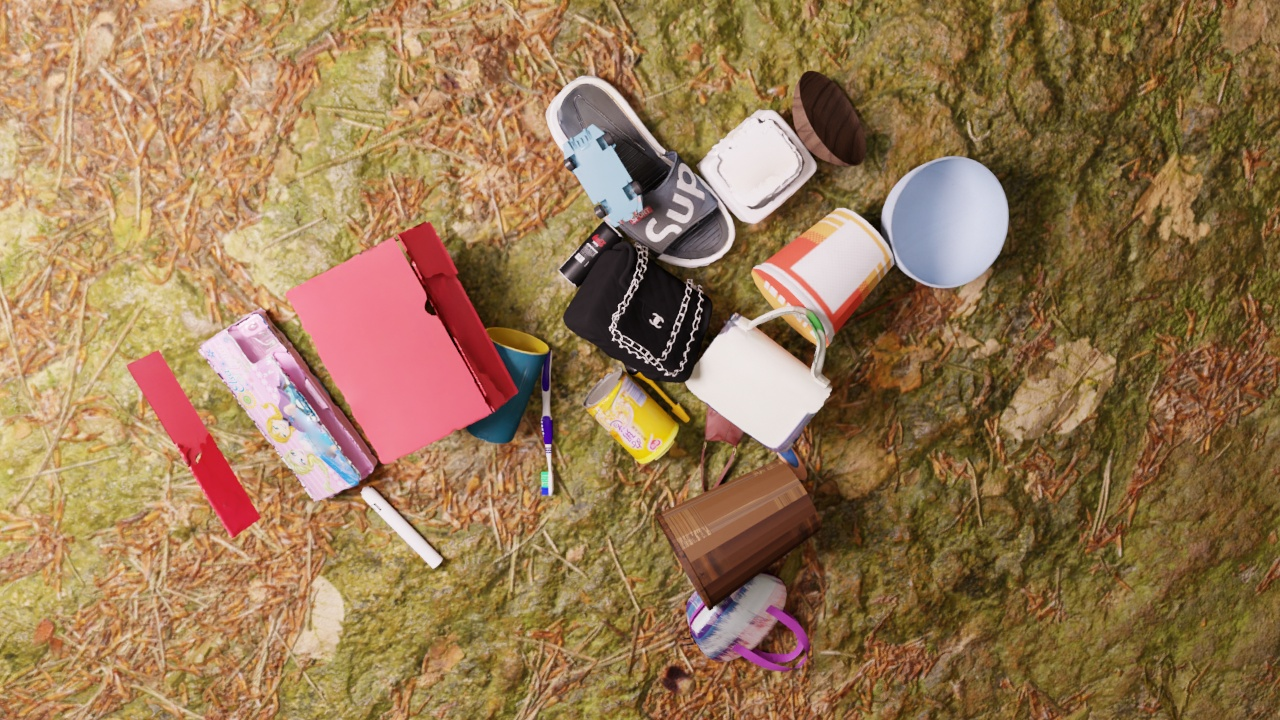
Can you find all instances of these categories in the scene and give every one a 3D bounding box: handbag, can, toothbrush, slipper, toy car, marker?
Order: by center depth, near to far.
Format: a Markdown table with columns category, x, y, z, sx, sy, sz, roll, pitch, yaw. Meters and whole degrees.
| category | x | y | z | sx | sy | sz | roll | pitch | yaw |
| --- | --- | --- | --- | --- | --- | --- | --- | --- | --- |
| toy car | -0.038 | -0.201 | 1.002 | 0.060 | 0.027 | 0.108 | -31 | 95 | 12 |
| handbag | 0.013 | -0.056 | 1.034 | 0.153 | 0.115 | 0.125 | 31 | 77 | -24 |
| slipper | 0.002 | -0.205 | 1.040 | 0.111 | 0.063 | 0.264 | -41 | 102 | 4 |
| handbag | 0.155 | 0.001 | 1.056 | 0.151 | 0.073 | 0.176 | 36 | 131 | 5 |
| can | -0.057 | -0.124 | 1.066 | 0.031 | 0.031 | 0.080 | 42 | 95 | -14 |
| can | -0.010 | 0.067 | 1.099 | 0.068 | 0.067 | 0.105 | -43 | 104 | 4 |
| toothbrush | -0.007 | 0.006 | 1.105 | 0.031 | 0.030 | 0.196 | -38 | 108 | 18 |
| toothbrush | -0.114 | 0.077 | 1.116 | 0.016 | 0.015 | 0.187 | 0 | 103 | -2 |
| marker | -0.294 | 0.204 | 1.124 | 0.020 | 0.017 | 0.133 | -28 | 109 | 38 |
| handbag | 0.097 | 0.115 | 1.148 | 0.055 | 0.029 | 0.120 | 12 | 107 | -8 |
| toothbrush | 0.171 | 0.099 | 1.157 | 0.021 | 0.017 | 0.135 | -35 | 107 | 6 |
| handbag | 0.150 | 0.348 | 1.194 | 0.170 | 0.068 | 0.144 | 38 | 96 | -20 |

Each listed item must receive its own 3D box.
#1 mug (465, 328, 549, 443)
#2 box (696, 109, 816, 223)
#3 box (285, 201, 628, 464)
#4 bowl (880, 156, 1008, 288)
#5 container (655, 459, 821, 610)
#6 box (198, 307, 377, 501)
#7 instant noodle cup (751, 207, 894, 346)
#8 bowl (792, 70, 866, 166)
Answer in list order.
| category | x | y | z | sx | sy | sz | roll | pitch | yaw |
| --- | --- | --- | --- | --- | --- | --- | --- | --- | --- |
| mug | -0.161 | 0.031 | 1.072 | 0.078 | 0.078 | 0.121 | 16 | 106 | -10 |
| box | 0.136 | -0.220 | 1.032 | 0.108 | 0.102 | 0.102 | -42 | 106 | 1 |
| box | -0.165 | -0.077 | 1.046 | 0.424 | 0.128 | 0.213 | -35 | 104 | -31 |
| bowl | 0.345 | -0.162 | 1.080 | 0.150 | 0.075 | 0.150 | -2 | 100 | -13 |
| container | 0.123 | 0.205 | 1.123 | 0.167 | 0.132 | 0.132 | -29 | 105 | -6 |
| box | -0.404 | 0.058 | 1.051 | 0.084 | 0.063 | 0.230 | -31 | 105 | 1 |
| instant noodle cup | 0.216 | -0.101 | 1.065 | 0.121 | 0.123 | 0.123 | -43 | 105 | -4 |
| bowl | 0.206 | -0.267 | 1.039 | 0.032 | 0.119 | 0.119 | -27 | 110 | 42 |
